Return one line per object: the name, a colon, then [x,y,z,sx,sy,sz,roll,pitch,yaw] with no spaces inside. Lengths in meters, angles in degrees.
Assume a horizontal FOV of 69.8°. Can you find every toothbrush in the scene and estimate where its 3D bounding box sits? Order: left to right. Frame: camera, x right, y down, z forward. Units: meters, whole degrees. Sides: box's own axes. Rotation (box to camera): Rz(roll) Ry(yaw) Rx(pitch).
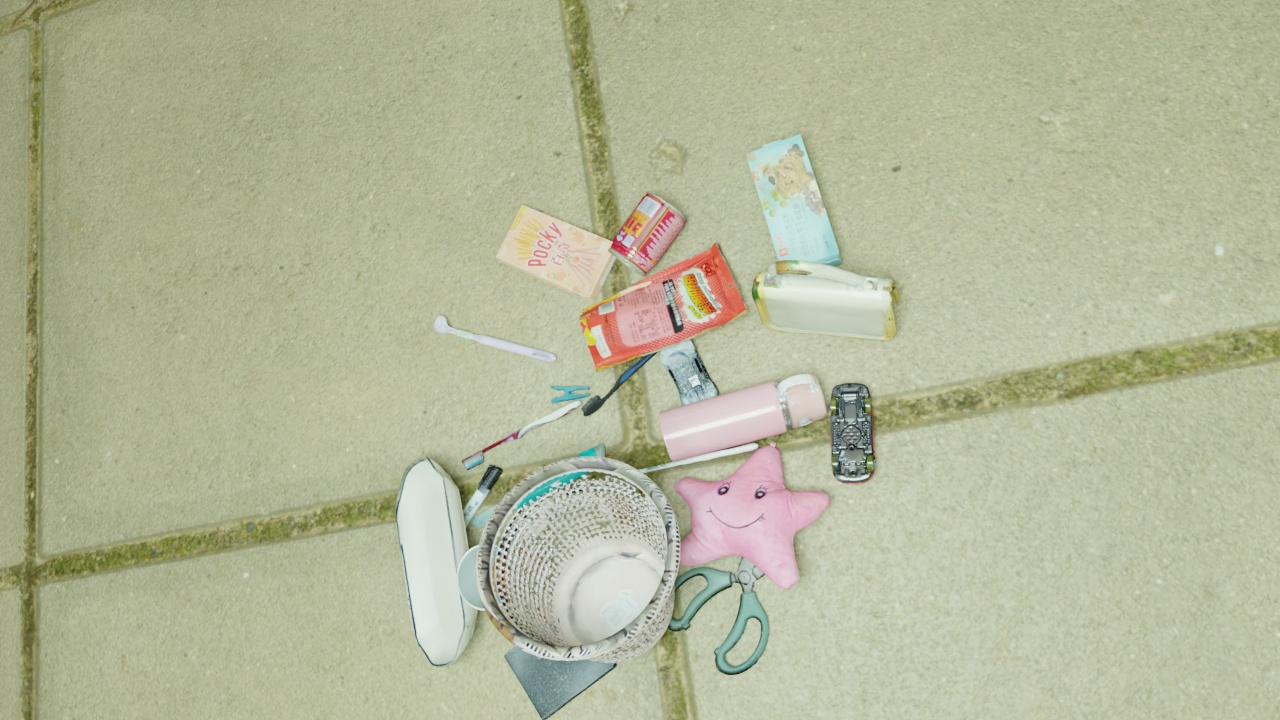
toothbrush: [-0.201,-0.026,1.267,0.189,0.021,0.029,16,122,17]
toothbrush: [-0.159,0.100,1.231,0.188,0.016,0.017,-28,81,10]
toothbrush: [-0.007,0.007,1.206,0.189,0.014,0.016,-43,45,4]
toothbrush: [0.063,0.129,1.149,0.180,0.016,0.016,-16,84,20]

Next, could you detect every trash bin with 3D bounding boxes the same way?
trash bin: [-0.050,0.252,1.056,0.228,0.192,0.227,-7,57,11]

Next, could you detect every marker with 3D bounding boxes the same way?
marker: [-0.228,0.197,1.231,0.022,0.018,0.130,34,89,12]

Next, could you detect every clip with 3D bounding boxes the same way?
clip: [-0.094,0.044,1.223,0.057,0.014,0.048,-7,75,17]

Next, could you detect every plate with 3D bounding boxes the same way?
plate: [-0.261,0.257,1.188,0.162,0.034,0.265,-33,65,48]

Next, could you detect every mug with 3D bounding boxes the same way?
mug: [-0.166,0.267,1.142,0.078,0.122,0.078,-3,78,17]

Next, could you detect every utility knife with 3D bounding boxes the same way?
utility knife: [-0.134,0.168,1.210,0.209,0.013,0.029,-29,74,7]

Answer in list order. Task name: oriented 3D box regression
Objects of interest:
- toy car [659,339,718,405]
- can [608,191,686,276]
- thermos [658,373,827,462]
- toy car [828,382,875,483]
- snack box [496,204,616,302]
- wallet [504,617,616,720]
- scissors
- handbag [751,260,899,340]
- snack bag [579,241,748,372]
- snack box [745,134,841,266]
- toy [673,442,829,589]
toy car: [0.061,0.016,1.174,0.049,0.031,0.105,-29,72,8]
can: [0.008,-0.165,1.206,0.066,0.066,0.094,36,90,20]
thermos: [0.123,0.064,1.112,0.199,0.087,0.067,-16,59,9]
toy car: [0.253,0.088,1.094,0.053,0.045,0.120,-2,73,18]
snack box: [-0.114,-0.147,1.261,0.157,0.026,0.084,24,87,19]
wallet: [-0.102,0.378,1.157,0.121,0.019,0.097,-38,70,5]
scissors: [0.096,0.283,1.117,0.169,0.019,0.177,15,85,19]
handbag: [0.215,-0.083,1.071,0.163,0.178,0.063,5,75,19]
snack bag: [0.026,-0.065,1.183,0.208,0.073,0.128,-23,52,8]
snack box: [0.194,-0.193,1.164,0.074,0.051,0.174,-18,74,12]
toy: [0.123,0.175,1.100,0.195,0.074,0.178,8,59,30]
